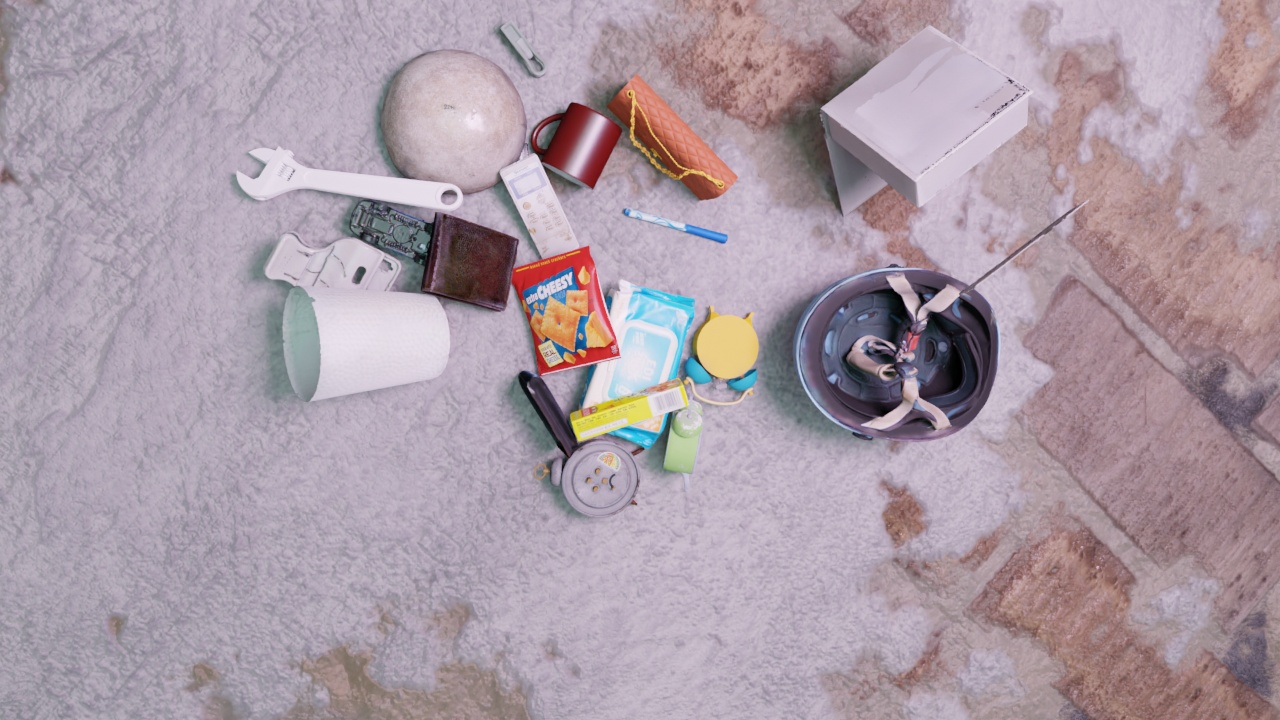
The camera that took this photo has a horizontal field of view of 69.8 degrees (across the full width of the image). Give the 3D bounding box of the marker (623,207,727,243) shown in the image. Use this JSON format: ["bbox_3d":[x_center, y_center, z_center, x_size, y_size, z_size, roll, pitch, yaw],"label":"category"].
[{"bbox_3d":[0.047,-0.177,1.202,0.142,0.013,0.013,14,96,-11],"label":"marker"}]

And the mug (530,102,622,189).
[{"bbox_3d":[-0.087,-0.273,1.143,0.106,0.073,0.082,28,94,18],"label":"mug"}]

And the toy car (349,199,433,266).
[{"bbox_3d":[-0.297,-0.160,1.136,0.120,0.043,0.056,22,95,-9],"label":"toy car"}]

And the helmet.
[{"bbox_3d":[0.313,-0.010,1.188,0.265,0.167,0.225,8,95,-12],"label":"helmet"}]

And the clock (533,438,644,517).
[{"bbox_3d":[-0.068,0.152,1.213,0.147,0.056,0.104,6,97,-12],"label":"clock"}]

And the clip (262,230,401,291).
[{"bbox_3d":[-0.385,-0.101,1.128,0.144,0.075,0.124,30,91,-22],"label":"clip"}]

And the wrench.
[{"bbox_3d":[-0.349,-0.212,1.103,0.273,0.018,0.066,8,80,2],"label":"wrench"}]

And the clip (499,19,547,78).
[{"bbox_3d":[-0.143,-0.383,1.133,0.023,0.045,0.076,-39,104,0],"label":"clip"}]

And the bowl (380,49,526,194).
[{"bbox_3d":[-0.224,-0.292,1.101,0.178,0.081,0.178,-1,93,-10],"label":"bowl"}]

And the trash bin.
[{"bbox_3d":[-0.323,-0.024,1.089,0.161,0.133,0.133,-5,101,-38],"label":"trash bin"}]

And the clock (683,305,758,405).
[{"bbox_3d":[0.111,-0.005,1.224,0.099,0.044,0.129,9,90,-10],"label":"clock"}]

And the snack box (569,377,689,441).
[{"bbox_3d":[-0.014,0.061,1.153,0.148,0.040,0.029,-18,104,-2],"label":"snack box"}]

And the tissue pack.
[{"bbox_3d":[-0.007,0.007,1.197,0.117,0.066,0.209,14,98,-10],"label":"tissue pack"}]

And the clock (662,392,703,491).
[{"bbox_3d":[0.057,0.101,1.208,0.042,0.094,0.119,11,103,0],"label":"clock"}]

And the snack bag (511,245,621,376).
[{"bbox_3d":[-0.096,-0.060,1.162,0.131,0.039,0.144,-12,98,30],"label":"snack bag"}]

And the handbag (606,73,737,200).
[{"bbox_3d":[0.036,-0.270,1.136,0.172,0.109,0.060,43,90,-12],"label":"handbag"}]

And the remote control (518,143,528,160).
[{"bbox_3d":[-0.211,-0.254,1.152,0.140,0.009,0.030,-5,99,-8],"label":"remote control"}]

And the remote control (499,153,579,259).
[{"bbox_3d":[-0.125,-0.189,1.150,0.050,0.011,0.136,-27,123,-4],"label":"remote control"}]

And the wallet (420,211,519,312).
[{"bbox_3d":[-0.211,-0.119,1.135,0.119,0.031,0.099,13,86,-40],"label":"wallet"}]

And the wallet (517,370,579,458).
[{"bbox_3d":[-0.116,0.065,1.175,0.026,0.089,0.115,-31,103,-10],"label":"wallet"}]

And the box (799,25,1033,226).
[{"bbox_3d":[0.324,-0.266,1.168,0.167,0.380,0.172,-37,86,-2],"label":"box"}]
